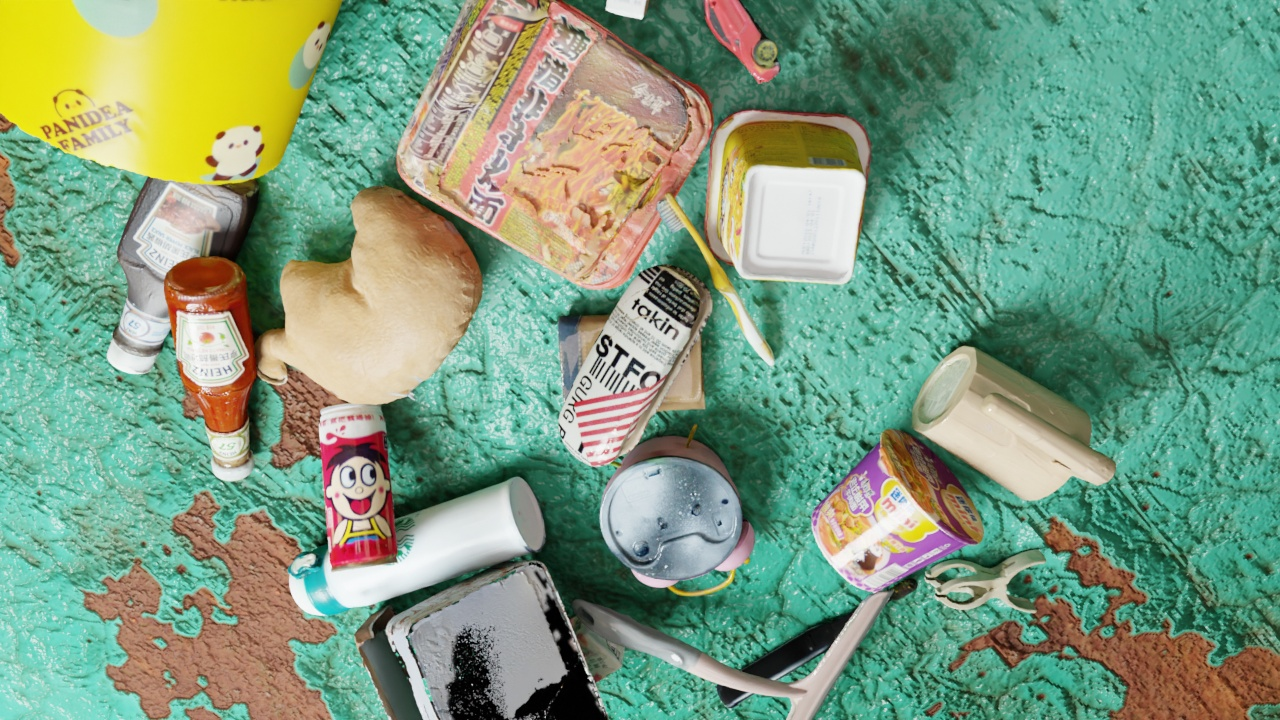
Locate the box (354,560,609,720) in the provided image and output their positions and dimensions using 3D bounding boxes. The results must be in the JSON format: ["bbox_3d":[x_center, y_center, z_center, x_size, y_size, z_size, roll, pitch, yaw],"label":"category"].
[{"bbox_3d":[-0.152,0.287,0.801,0.156,0.193,0.183,-22,89,-30],"label":"box"}]

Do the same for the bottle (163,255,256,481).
[{"bbox_3d":[-0.338,0.015,0.738,0.060,0.059,0.206,11,127,-1],"label":"bottle"}]

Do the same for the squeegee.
[{"bbox_3d":[0.055,0.263,0.807,0.249,0.040,0.248,20,117,-2],"label":"squeegee"}]

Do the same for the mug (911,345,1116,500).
[{"bbox_3d":[0.278,0.049,0.691,0.103,0.124,0.084,30,93,-6],"label":"mug"}]

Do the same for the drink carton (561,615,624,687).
[{"bbox_3d":[-0.076,0.285,0.853,0.123,0.045,0.053,-36,106,17],"label":"drink carton"}]

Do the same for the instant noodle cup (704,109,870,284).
[{"bbox_3d":[0.105,-0.108,0.636,0.116,0.123,0.116,4,113,2],"label":"instant noodle cup"}]

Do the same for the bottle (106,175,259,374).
[{"bbox_3d":[-0.373,-0.073,0.727,0.080,0.044,0.195,29,113,-16],"label":"bottle"}]

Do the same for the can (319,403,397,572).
[{"bbox_3d":[-0.232,0.103,0.754,0.053,0.053,0.132,-9,80,8],"label":"can"}]

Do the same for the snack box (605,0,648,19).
[{"bbox_3d":[0.006,-0.302,0.583,0.027,0.084,0.157,12,113,-3],"label":"snack box"}]

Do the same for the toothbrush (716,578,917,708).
[{"bbox_3d":[0.160,0.255,0.835,0.213,0.026,0.027,-37,143,17],"label":"toothbrush"}]

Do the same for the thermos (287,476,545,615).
[{"bbox_3d":[-0.199,0.166,0.800,0.224,0.073,0.073,-20,110,12],"label":"thermos"}]

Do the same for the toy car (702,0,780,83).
[{"bbox_3d":[0.060,-0.237,0.626,0.031,0.049,0.106,-32,108,14],"label":"toy car"}]

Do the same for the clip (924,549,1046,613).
[{"bbox_3d":[0.299,0.192,0.796,0.097,0.034,0.061,-1,112,-1],"label":"clip"}]

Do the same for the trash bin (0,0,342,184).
[{"bbox_3d":[-0.279,-0.265,0.554,0.229,0.229,0.256,25,118,-6],"label":"trash bin"}]

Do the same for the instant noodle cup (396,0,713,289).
[{"bbox_3d":[-0.057,-0.159,0.650,0.189,0.079,0.165,31,111,-8],"label":"instant noodle cup"}]

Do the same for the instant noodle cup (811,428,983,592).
[{"bbox_3d":[0.200,0.126,0.742,0.111,0.111,0.099,38,119,-12],"label":"instant noodle cup"}]

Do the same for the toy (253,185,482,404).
[{"bbox_3d":[-0.222,-0.028,0.720,0.226,0.082,0.143,-38,85,19],"label":"toy"}]

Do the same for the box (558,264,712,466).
[{"bbox_3d":[-0.003,0.002,0.705,0.075,0.080,0.164,34,109,22],"label":"box"}]

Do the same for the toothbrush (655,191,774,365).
[{"bbox_3d":[0.060,-0.053,0.683,0.018,0.016,0.191,-32,131,7],"label":"toothbrush"}]

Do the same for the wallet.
[{"bbox_3d":[-0.006,0.004,0.741,0.115,0.033,0.090,-4,111,2],"label":"wallet"}]

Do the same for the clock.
[{"bbox_3d":[0.033,0.137,0.778,0.117,0.059,0.158,-18,108,10],"label":"clock"}]
